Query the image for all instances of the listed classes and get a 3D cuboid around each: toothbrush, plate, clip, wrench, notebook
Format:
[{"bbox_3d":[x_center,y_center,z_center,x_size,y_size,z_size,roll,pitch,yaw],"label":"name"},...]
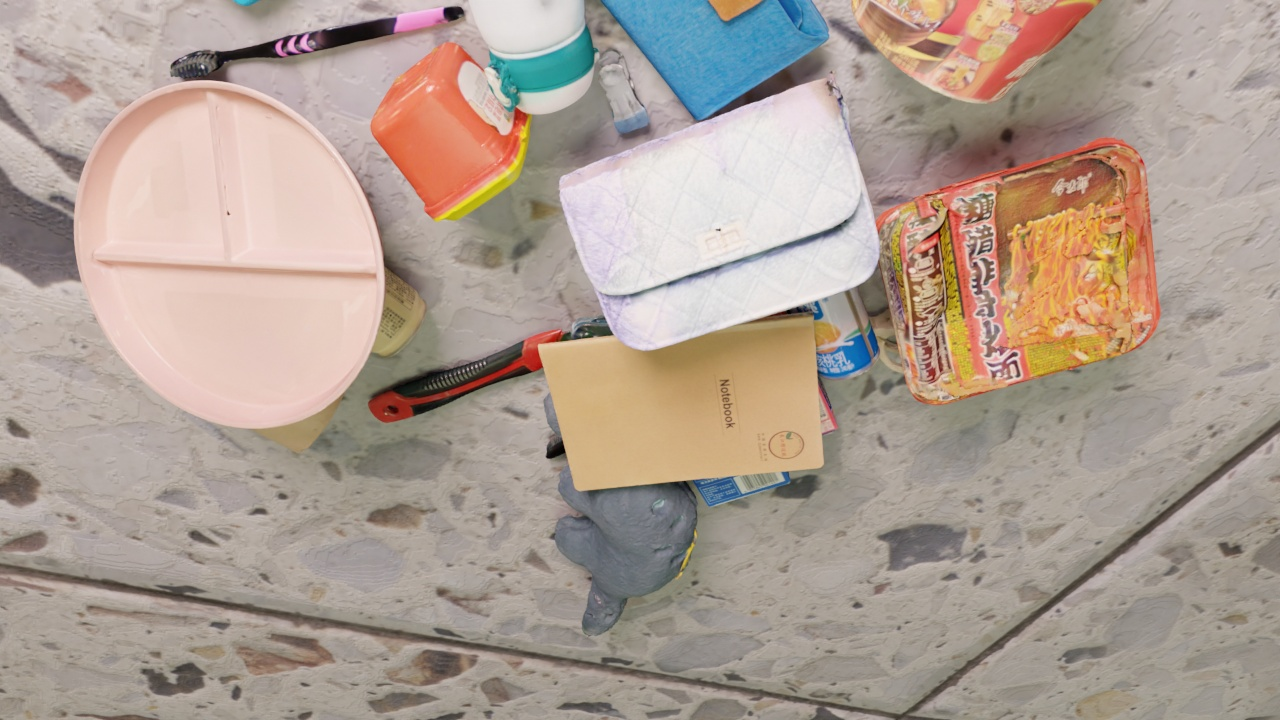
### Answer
[{"bbox_3d":[-0.202,-0.197,0.569,0.189,0.017,0.014,-10,127,3],"label":"toothbrush"},{"bbox_3d":[-0.270,-0.066,0.610,0.230,0.028,0.230,3,105,12],"label":"plate"},{"bbox_3d":[0.198,-0.014,0.763,0.103,0.034,0.093,-7,132,8],"label":"clip"},{"bbox_3d":[-0.018,0.034,0.808,0.189,0.016,0.014,-37,137,23],"label":"toothbrush"},{"bbox_3d":[-0.108,-0.001,0.761,0.274,0.016,0.056,-23,131,16],"label":"wrench"},{"bbox_3d":[0.036,0.037,0.722,0.208,0.008,0.148,-6,123,8],"label":"notebook"},{"bbox_3d":[-0.012,-0.175,0.604,0.025,0.031,0.057,-13,138,10],"label":"clip"}]

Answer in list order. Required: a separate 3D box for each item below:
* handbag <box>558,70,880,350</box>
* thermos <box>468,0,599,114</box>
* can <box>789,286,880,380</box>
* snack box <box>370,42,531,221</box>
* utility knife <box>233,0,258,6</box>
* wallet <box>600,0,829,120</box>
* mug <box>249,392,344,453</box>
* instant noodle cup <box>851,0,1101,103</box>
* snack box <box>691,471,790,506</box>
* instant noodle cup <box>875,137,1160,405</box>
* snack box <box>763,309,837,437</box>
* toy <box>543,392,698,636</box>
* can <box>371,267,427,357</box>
[{"bbox_3d":[0.056,-0.092,0.609,0.194,0.075,0.134,-18,100,13],"label":"handbag"},{"bbox_3d":[-0.076,-0.240,0.491,0.073,0.073,0.224,-10,136,5],"label":"thermos"},{"bbox_3d":[0.136,-0.052,0.692,0.053,0.053,0.134,-20,119,14],"label":"can"},{"bbox_3d":[-0.117,-0.147,0.576,0.082,0.091,0.080,-28,122,21],"label":"snack box"},{"bbox_3d":[-0.161,-0.257,0.516,0.199,0.018,0.034,-23,130,14],"label":"utility knife"},{"bbox_3d":[0.039,-0.220,0.555,0.107,0.040,0.133,-27,131,25],"label":"wallet"},{"bbox_3d":[-0.281,-0.003,0.712,0.103,0.084,0.125,33,99,-29],"label":"mug"},{"bbox_3d":[0.193,-0.218,0.508,0.138,0.137,0.109,14,139,-17],"label":"instant noodle cup"},{"bbox_3d":[0.074,0.071,0.837,0.085,0.026,0.157,-19,132,13],"label":"snack box"},{"bbox_3d":[0.268,-0.067,0.668,0.189,0.079,0.164,-15,115,8],"label":"instant noodle cup"},{"bbox_3d":[0.100,-0.013,0.740,0.058,0.057,0.207,-22,131,12],"label":"snack box"},{"bbox_3d":[-0.016,0.156,0.866,0.138,0.091,0.357,-1,133,-1],"label":"toy"},{"bbox_3d":[-0.218,-0.055,0.672,0.059,0.058,0.116,-32,127,24],"label":"can"}]
